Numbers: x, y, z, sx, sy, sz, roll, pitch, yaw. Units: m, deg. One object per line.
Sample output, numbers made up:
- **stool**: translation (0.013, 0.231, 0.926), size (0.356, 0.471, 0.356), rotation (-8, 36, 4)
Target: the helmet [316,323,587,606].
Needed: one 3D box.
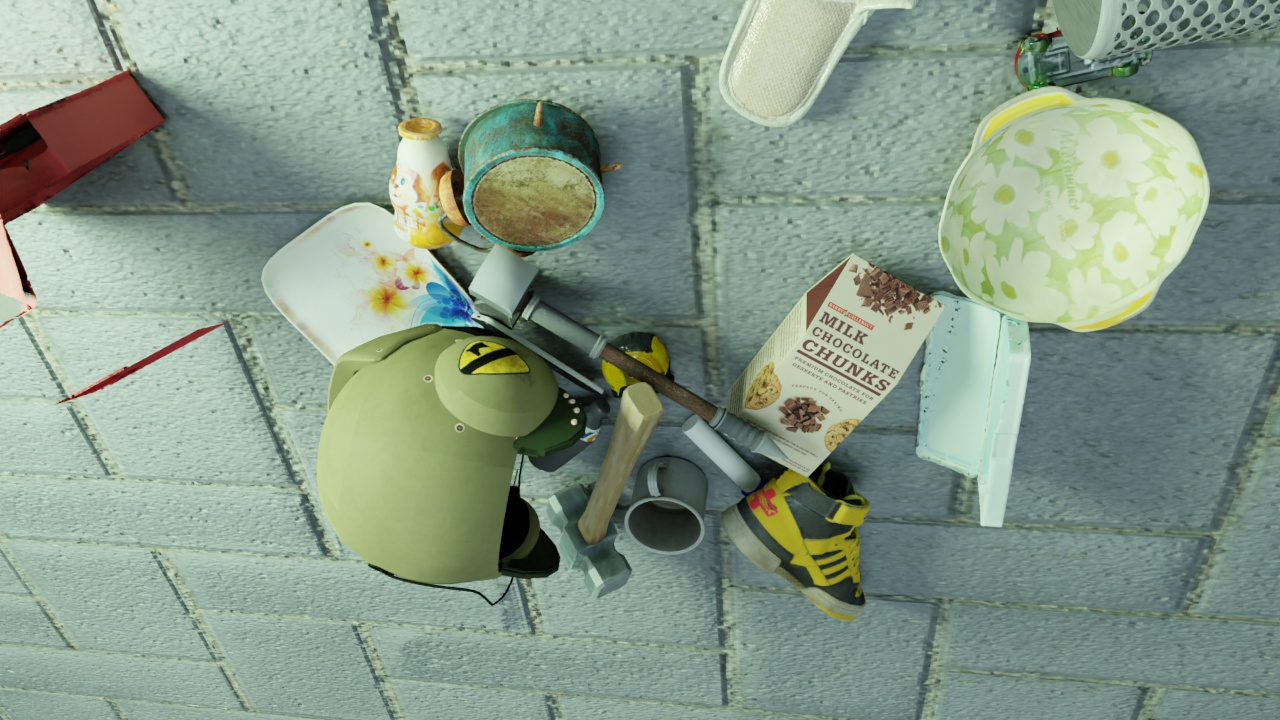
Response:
- **helmet**: translation (-0.170, 0.074, 0.828), size (0.233, 0.255, 0.251), rotation (11, 126, -2)

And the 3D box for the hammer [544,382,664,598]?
- **hammer**: translation (-0.030, 0.122, 0.891), size (0.051, 0.117, 0.324), rotation (-21, 154, -26)

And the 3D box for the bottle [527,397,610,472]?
- **bottle**: translation (-0.074, 0.075, 0.954), size (0.047, 0.046, 0.113), rotation (39, 124, -18)

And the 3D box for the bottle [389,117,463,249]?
- **bottle**: translation (-0.186, -0.153, 0.797), size (0.063, 0.063, 0.109), rotation (8, 126, 5)

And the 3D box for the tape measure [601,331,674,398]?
- **tape measure**: translation (-0.005, 0.005, 0.894), size (0.066, 0.037, 0.064), rotation (-6, 125, 15)

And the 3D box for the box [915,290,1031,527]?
- **box**: translation (0.298, 0.044, 0.824), size (0.122, 0.077, 0.198), rotation (30, 139, 41)

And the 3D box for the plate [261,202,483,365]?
- **plate**: translation (-0.263, -0.059, 0.910), size (0.187, 0.016, 0.187), rotation (-26, 117, 27)

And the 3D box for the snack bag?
- **snack bag**: translation (0.172, 0.001, 0.836), size (0.094, 0.069, 0.207), rotation (27, 126, -10)

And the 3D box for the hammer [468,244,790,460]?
- **hammer**: translation (-0.005, 0.007, 0.821), size (0.322, 0.156, 0.043), rotation (31, 82, -5)

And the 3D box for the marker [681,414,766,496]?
- **marker**: translation (0.094, 0.108, 0.961), size (0.027, 0.023, 0.133), rotation (-24, 119, 43)

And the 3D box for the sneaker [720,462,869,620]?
- **sneaker**: translation (0.196, 0.184, 0.961), size (0.122, 0.086, 0.238), rotation (-43, 129, 13)

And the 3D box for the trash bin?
- **trash bin**: translation (0.350, -0.269, 0.541), size (0.183, 0.156, 0.156), rotation (-9, 124, 15)

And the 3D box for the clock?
- **clock**: translation (-0.102, -0.146, 0.767), size (0.158, 0.073, 0.121), rotation (-32, 137, 29)

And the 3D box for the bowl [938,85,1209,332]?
- **bowl**: translation (0.330, -0.124, 0.719), size (0.189, 0.060, 0.219), rotation (-25, 119, 25)

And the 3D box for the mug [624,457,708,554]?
- **mug**: translation (0.027, 0.143, 0.969), size (0.084, 0.070, 0.113), rotation (-4, 125, 14)

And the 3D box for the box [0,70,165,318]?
- **box**: translation (-0.545, -0.088, 0.727), size (0.212, 0.377, 0.124), rotation (-21, 136, 23)

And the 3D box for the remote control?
- **remote control**: translation (-0.098, -0.005, 0.887), size (0.146, 0.008, 0.045), rotation (34, 171, -31)

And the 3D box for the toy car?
- **toy car**: translation (0.318, -0.223, 0.661), size (0.091, 0.036, 0.042), rotation (-12, 123, 18)

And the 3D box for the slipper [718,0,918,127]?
- **slipper**: translation (0.141, -0.277, 0.647), size (0.115, 0.052, 0.264), rotation (26, 127, -7)
